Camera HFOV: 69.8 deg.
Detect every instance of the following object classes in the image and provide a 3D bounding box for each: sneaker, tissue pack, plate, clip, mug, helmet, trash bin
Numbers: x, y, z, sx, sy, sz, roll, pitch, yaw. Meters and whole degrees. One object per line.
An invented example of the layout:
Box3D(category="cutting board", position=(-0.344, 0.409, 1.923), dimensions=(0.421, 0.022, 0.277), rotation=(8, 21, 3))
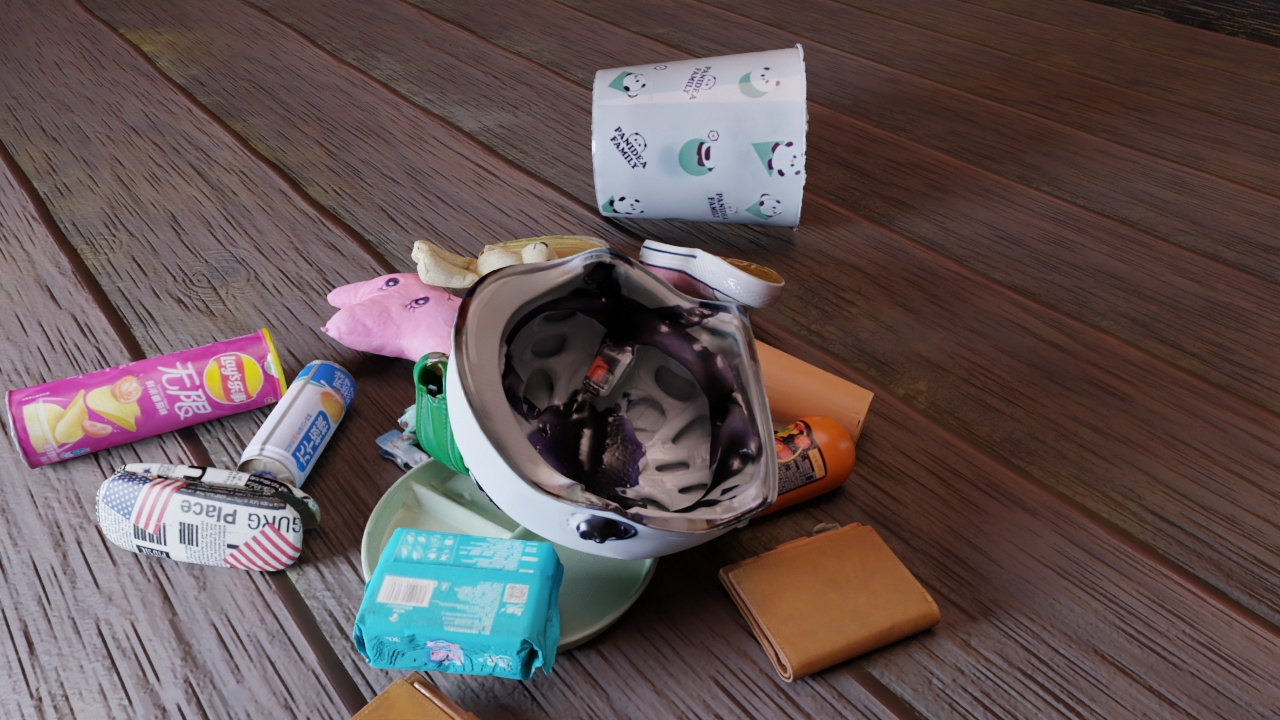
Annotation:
Box3D(category="sneaker", position=(0.064, -0.072, 0.978), dimensions=(0.118, 0.088, 0.241), rotation=(10, 8, -30))
Box3D(category="tissue pack", position=(-0.118, 0.163, 0.616), dimensions=(0.133, 0.050, 0.093), rotation=(5, 34, 2))
Box3D(category="plate", position=(-0.099, 0.141, 0.717), dimensions=(0.230, 0.028, 0.229), rotation=(2, 36, -1))
Box3D(category="clip", position=(-0.205, 0.082, 0.799), dimensions=(0.058, 0.038, 0.026), rotation=(32, 42, 32))
Box3D(category="mug", position=(0.147, 0.036, 0.846), dimensions=(0.123, 0.078, 0.078), rotation=(20, 39, 15))
Box3D(category="helmet", position=(-0.032, 0.045, 0.681), dimensions=(0.258, 0.146, 0.228), rotation=(9, 54, -25))
Box3D(category="trash bin", position=(0.074, -0.278, 1.161), dimensions=(0.252, 0.230, 0.229), rotation=(0, 35, 4))

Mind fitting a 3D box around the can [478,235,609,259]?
Box3D(category="can", position=(-0.107, -0.102, 1.037), dimensions=(0.148, 0.049, 0.074), rotation=(-7, 36, -14))

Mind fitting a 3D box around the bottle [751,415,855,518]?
Box3D(category="bottle", position=(0.107, 0.099, 0.767), dimensions=(0.149, 0.067, 0.067), rotation=(-23, 43, -21))

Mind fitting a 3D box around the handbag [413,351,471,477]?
Box3D(category="handbag", position=(-0.122, 0.026, 0.753), dimensions=(0.068, 0.120, 0.131), rotation=(22, 40, 35))

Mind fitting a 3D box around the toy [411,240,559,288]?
Box3D(category="toy", position=(-0.154, -0.096, 0.938), dimensions=(0.157, 0.066, 0.105), rotation=(2, 34, -24))

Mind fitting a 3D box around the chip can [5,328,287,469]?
Box3D(category="chip can", position=(-0.428, 0.032, 0.809), dimensions=(0.210, 0.071, 0.071), rotation=(-17, 40, -25))

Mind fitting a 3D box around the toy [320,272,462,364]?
Box3D(category="toy", position=(-0.229, -0.037, 0.912), dimensions=(0.195, 0.075, 0.178), rotation=(31, 32, 35))

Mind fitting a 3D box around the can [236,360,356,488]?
Box3D(category="can", position=(-0.295, 0.059, 0.794), dimensions=(0.053, 0.053, 0.134), rotation=(6, 36, 4))

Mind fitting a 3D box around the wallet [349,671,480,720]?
Box3D(category="wallet", position=(-0.127, 0.252, 0.551), dimensions=(0.131, 0.035, 0.118), rotation=(28, 42, 28))

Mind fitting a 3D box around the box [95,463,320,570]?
Box3D(category="box", position=(-0.334, 0.121, 0.697), dimensions=(0.163, 0.075, 0.082), rotation=(10, 47, 5))

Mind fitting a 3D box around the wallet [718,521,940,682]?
Box3D(category="wallet", position=(0.139, 0.174, 0.684), dimensions=(0.131, 0.031, 0.107), rotation=(-13, 41, -22))

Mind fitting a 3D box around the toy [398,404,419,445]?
Box3D(category="toy", position=(-0.175, 0.056, 0.824), dimensions=(0.092, 0.030, 0.096), rotation=(2, 17, 5))
